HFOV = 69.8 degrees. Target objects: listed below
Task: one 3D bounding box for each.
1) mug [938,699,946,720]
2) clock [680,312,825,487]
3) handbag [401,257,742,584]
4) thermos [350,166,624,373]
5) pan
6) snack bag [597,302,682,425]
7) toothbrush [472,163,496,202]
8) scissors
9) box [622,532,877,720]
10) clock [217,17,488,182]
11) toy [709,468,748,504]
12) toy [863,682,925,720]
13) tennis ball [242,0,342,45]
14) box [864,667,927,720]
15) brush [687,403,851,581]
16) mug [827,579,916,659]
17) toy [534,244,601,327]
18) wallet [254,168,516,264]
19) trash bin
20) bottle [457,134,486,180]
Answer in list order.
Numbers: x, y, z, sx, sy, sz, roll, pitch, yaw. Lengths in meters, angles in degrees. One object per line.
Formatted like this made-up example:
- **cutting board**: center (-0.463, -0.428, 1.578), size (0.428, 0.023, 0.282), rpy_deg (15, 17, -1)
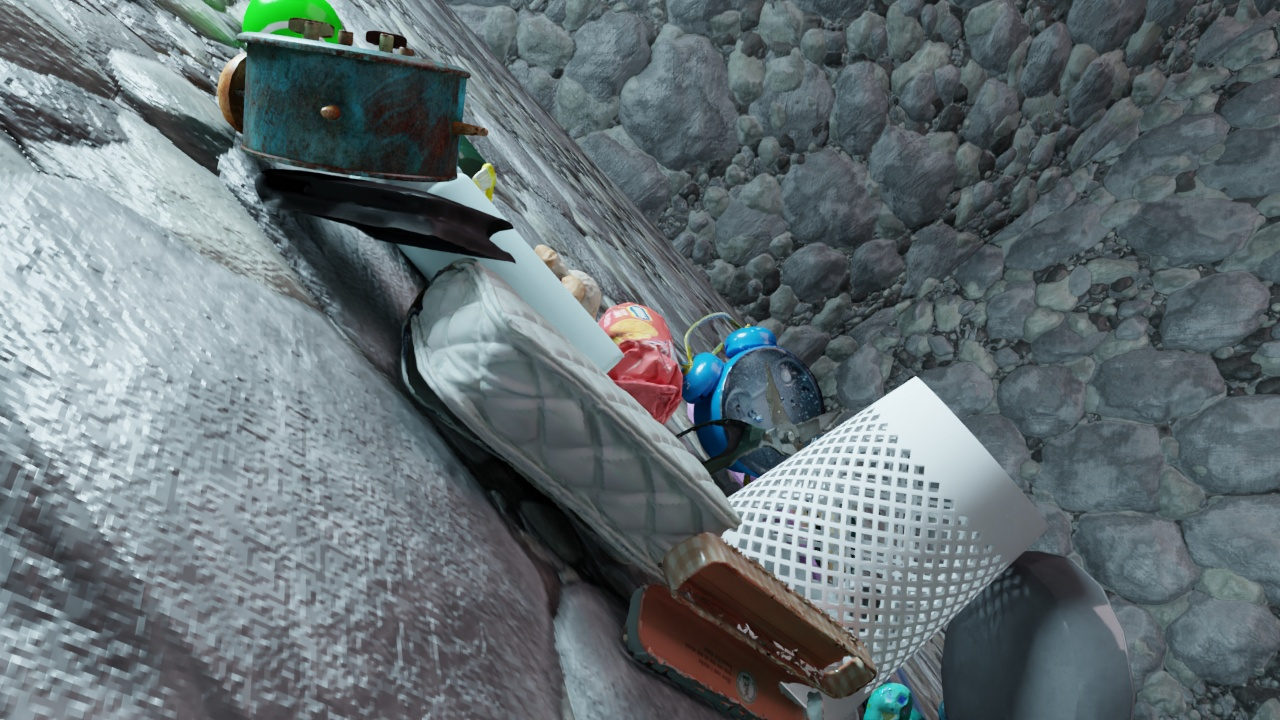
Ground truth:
- **mug**: center (0.277, 0.321, 0.717), size (0.112, 0.085, 0.104), rpy_deg (-28, 99, -56)
- **clock**: center (0.096, 0.032, 0.818), size (0.060, 0.116, 0.161), rpy_deg (-19, -82, 59)
- **handbag**: center (-0.041, 0.036, 0.498), size (0.195, 0.072, 0.139), rpy_deg (44, 2, -26)
- **thermos**: center (-0.102, -0.059, 0.602), size (0.207, 0.065, 0.077), rpy_deg (49, 39, -3)
- **pan**: center (0.255, 0.287, 0.570), size (0.041, 0.179, 0.356), rpy_deg (9, 51, -10)
- **snack bag**: center (-0.005, 0.005, 0.772), size (0.082, 0.082, 0.176), rpy_deg (47, 10, -12)
- **toothbrush**: center (-0.116, -0.098, 0.679), size (0.021, 0.016, 0.136), rpy_deg (41, -26, 13)
- **scissors**: center (0.111, 0.106, 0.770), size (0.015, 0.201, 0.202), rpy_deg (-20, -89, 63)
- **box**: center (0.063, 0.158, 0.501), size (0.187, 0.085, 0.048), rpy_deg (39, 8, -36)
- **clock**: center (-0.166, -0.147, 0.508), size (0.121, 0.073, 0.158), rpy_deg (-6, 21, -45)
- **toy**: center (0.099, 0.139, 0.837), size (0.111, 0.030, 0.049), rpy_deg (52, -15, 24)
- **toy**: center (0.125, 0.236, 0.490), size (0.193, 0.072, 0.130), rpy_deg (21, 68, -64)
- **tennis ball**: center (-0.238, -0.224, 0.632), size (0.065, 0.065, 0.065), rpy_deg (47, 10, -11)
- **box**: center (0.208, 0.298, 0.758), size (0.066, 0.037, 0.209), rpy_deg (41, 8, -6)
- **brush**: center (0.120, 0.118, 0.881), size (0.228, 0.043, 0.089), rpy_deg (55, -16, 32)
- **mug**: center (0.204, 0.214, 0.793), size (0.071, 0.107, 0.089), rpy_deg (61, 3, 7)
- **toy**: center (-0.069, -0.042, 0.722), size (0.085, 0.074, 0.106), rpy_deg (39, 1, 25)
- **wallet**: center (-0.131, -0.078, 0.488), size (0.115, 0.026, 0.089), rpy_deg (12, 2, 20)
- **trash bin**: center (0.158, 0.126, 0.646), size (0.195, 0.200, 0.195), rpy_deg (47, 10, -11)
- **bottle**: center (-0.160, -0.153, 0.713), size (0.131, 0.061, 0.061), rpy_deg (51, 12, 9)
